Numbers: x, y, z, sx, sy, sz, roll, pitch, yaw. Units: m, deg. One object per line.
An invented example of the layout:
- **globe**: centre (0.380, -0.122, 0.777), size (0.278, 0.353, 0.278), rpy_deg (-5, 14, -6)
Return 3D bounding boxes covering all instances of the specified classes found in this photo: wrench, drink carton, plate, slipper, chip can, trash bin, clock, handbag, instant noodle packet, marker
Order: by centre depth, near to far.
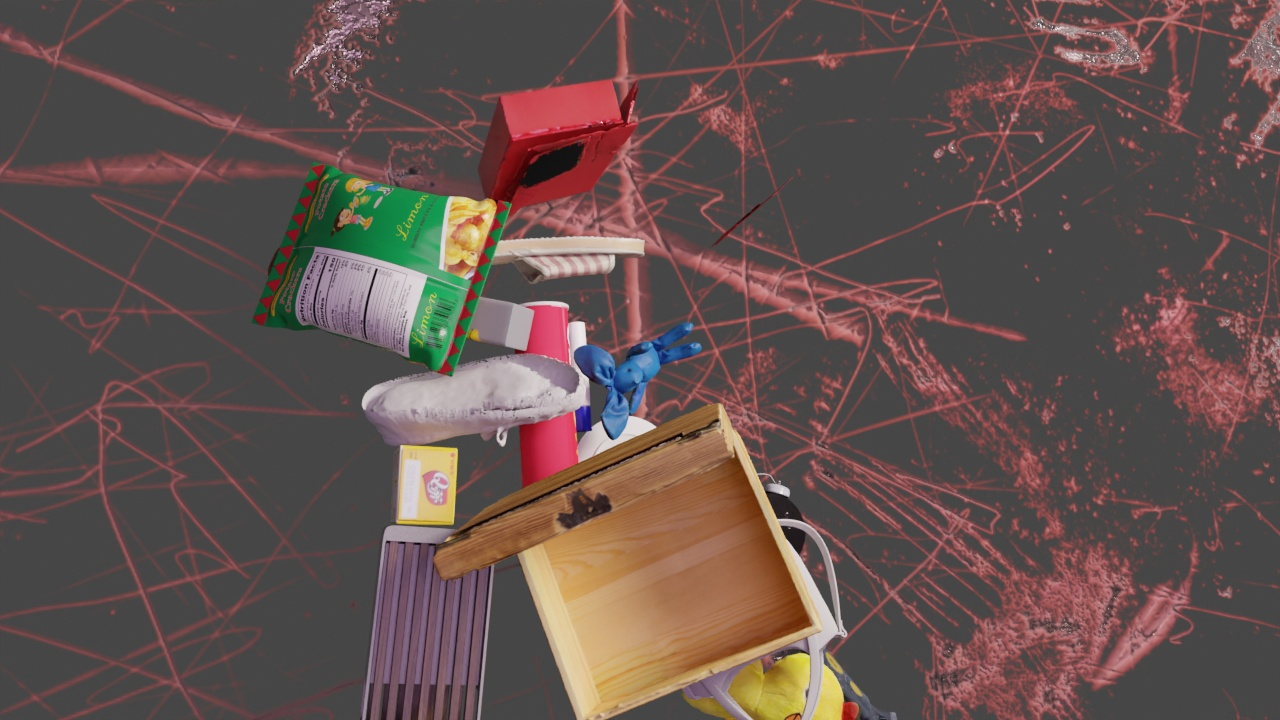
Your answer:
- **trash bin**: centre (-0.229, 0.295, 0.978), size (0.114, 0.115, 0.228), rpy_deg (7, 79, -16)
- **instant noodle packet**: centre (-0.283, -0.104, 0.992), size (0.253, 0.090, 0.195), rpy_deg (14, 80, 16)
- **slipper**: centre (-0.181, 0.051, 1.019), size (0.247, 0.075, 0.112), rpy_deg (-9, 50, 5)
- **handbag**: centre (0.137, 0.311, 1.039), size (0.216, 0.095, 0.222), rpy_deg (-26, 63, 7)
- **drink carton**: centre (-0.193, -0.048, 1.044), size (0.125, 0.076, 0.048), rpy_deg (11, 88, 16)
- **chip can**: centre (-0.112, 0.046, 1.081), size (0.069, 0.069, 0.220), rpy_deg (-2, 82, -17)
- **slipper**: centre (-0.124, -0.117, 1.087), size (0.262, 0.115, 0.052), rpy_deg (-3, 94, -11)
- **marker**: centre (-0.076, 0.020, 1.118), size (0.023, 0.027, 0.133), rpy_deg (-7, 81, 17)
- **plate**: centre (-0.017, 0.134, 1.124), size (0.134, 0.011, 0.134), rpy_deg (3, 80, -16)
- **wrench**: centre (0.253, 0.404, 1.141), size (0.273, 0.022, 0.073), rpy_deg (49, 29, 1)
- **clock**: centre (0.155, 0.203, 1.152), size (0.094, 0.035, 0.122), rpy_deg (-5, 81, -18)

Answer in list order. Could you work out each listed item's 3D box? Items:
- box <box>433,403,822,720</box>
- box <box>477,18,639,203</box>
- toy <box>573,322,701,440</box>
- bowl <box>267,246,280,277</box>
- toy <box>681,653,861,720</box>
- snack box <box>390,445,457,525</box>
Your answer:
- **box**: centre (-0.007, 0.184, 0.900), size (0.279, 0.334, 0.286), rpy_deg (-25, 74, 7)
- **box**: centre (-0.108, -0.282, 1.063), size (0.164, 0.214, 0.153), rpy_deg (-18, 86, -19)
- **toy**: centre (-0.007, 0.007, 1.114), size (0.176, 0.071, 0.113), rpy_deg (-36, 105, -30)
- **bowl**: centre (-0.366, -0.099, 1.051), size (0.102, 0.026, 0.114), rpy_deg (44, 72, -5)
- **toy**: centre (0.156, 0.405, 1.092), size (0.207, 0.092, 0.134), rpy_deg (19, 88, -3)
- **snack box**: centre (-0.239, 0.139, 1.006), size (0.061, 0.106, 0.083), rpy_deg (4, 80, -18)
